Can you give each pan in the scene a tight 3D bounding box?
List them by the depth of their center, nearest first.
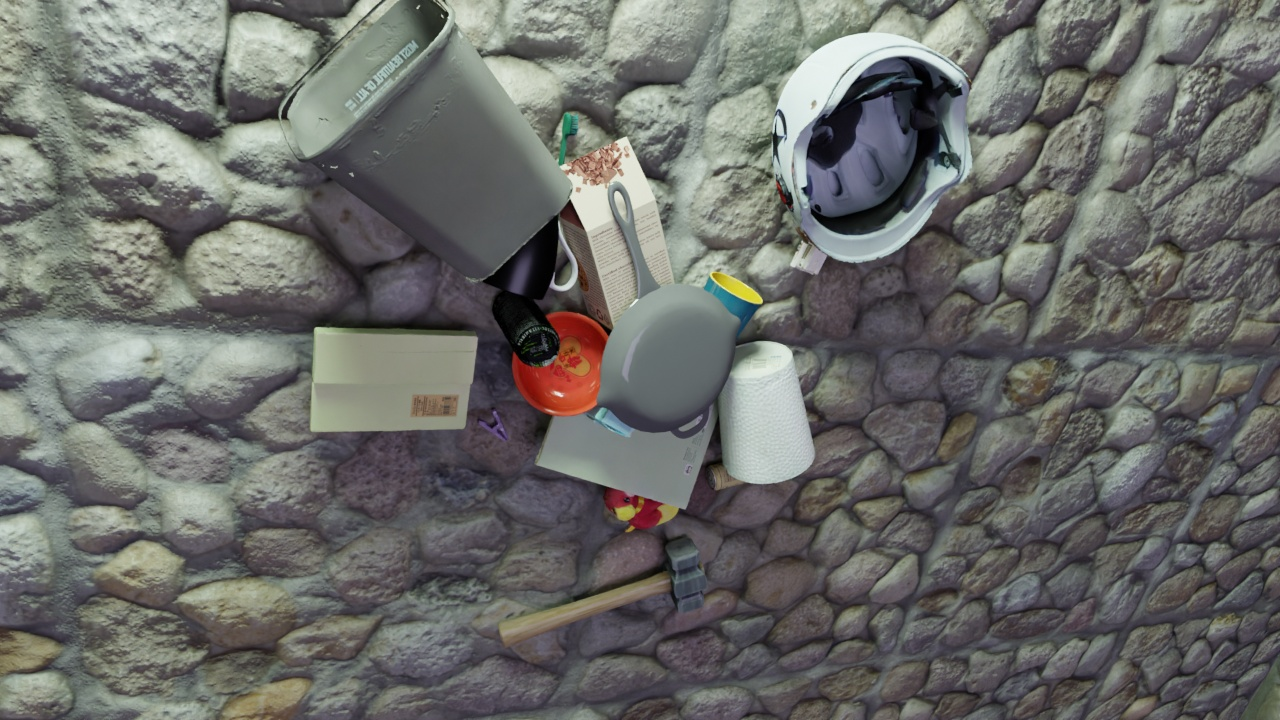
[{"bbox_3d":[0.025,-0.049,1.102,0.216,0.024,0.355,-30,120,-18],"label":"pan"}]

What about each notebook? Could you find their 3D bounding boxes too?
[{"bbox_3d":[-0.006,0.088,1.246,0.252,0.010,0.182,21,88,-31],"label":"notebook"}]

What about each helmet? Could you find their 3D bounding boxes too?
[{"bbox_3d":[0.259,-0.263,1.109,0.236,0.163,0.264,-17,129,-10],"label":"helmet"}]

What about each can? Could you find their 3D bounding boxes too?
[{"bbox_3d":[-0.135,-0.040,1.077,0.054,0.137,0.054,-10,119,-19],"label":"can"},{"bbox_3d":[0.141,0.167,1.370,0.079,0.038,0.038,-12,121,-17],"label":"can"}]

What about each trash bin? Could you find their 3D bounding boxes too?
[{"bbox_3d":[-0.204,-0.219,0.927,0.197,0.197,0.220,-43,131,3],"label":"trash bin"},{"bbox_3d":[0.168,0.068,1.278,0.133,0.133,0.161,-19,118,-13],"label":"trash bin"}]

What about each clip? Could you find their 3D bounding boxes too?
[{"bbox_3d":[-0.188,0.082,1.198,0.050,0.014,0.046,22,104,-28],"label":"clip"}]

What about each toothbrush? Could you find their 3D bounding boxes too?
[{"bbox_3d":[-0.095,-0.196,1.082,0.017,0.016,0.190,-2,118,-27],"label":"toothbrush"}]

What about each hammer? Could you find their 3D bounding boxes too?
[{"bbox_3d":[-0.055,0.367,1.394,0.322,0.051,0.117,-15,122,-12],"label":"hammer"}]

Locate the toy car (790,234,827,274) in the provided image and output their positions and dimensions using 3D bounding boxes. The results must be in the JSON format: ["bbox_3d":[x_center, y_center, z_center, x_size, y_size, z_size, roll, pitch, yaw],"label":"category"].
[{"bbox_3d":[0.244,-0.169,1.229,0.039,0.039,0.113,16,110,-29],"label":"toy car"}]

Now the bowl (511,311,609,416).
[{"bbox_3d":[-0.094,0.005,1.154,0.130,0.045,0.130,0,89,1],"label":"bowl"}]

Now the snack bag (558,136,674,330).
[{"bbox_3d":[-0.032,-0.151,1.091,0.094,0.070,0.206,-29,125,-20],"label":"snack bag"}]

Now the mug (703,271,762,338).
[{"bbox_3d":[0.098,-0.046,1.217,0.078,0.078,0.121,16,114,-30],"label":"mug"}]

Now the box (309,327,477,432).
[{"bbox_3d":[-0.291,0.026,1.085,0.187,0.024,0.137,2,118,-25],"label":"box"}]

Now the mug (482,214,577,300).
[{"bbox_3d":[-0.122,-0.127,1.069,0.118,0.085,0.100,15,98,-31],"label":"mug"}]

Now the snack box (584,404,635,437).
[{"bbox_3d":[-0.007,0.007,1.173,0.053,0.075,0.174,32,87,-31],"label":"snack box"}]

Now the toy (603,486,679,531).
[{"bbox_3d":[0.002,0.204,1.323,0.137,0.067,0.106,15,108,-42],"label":"toy"}]
